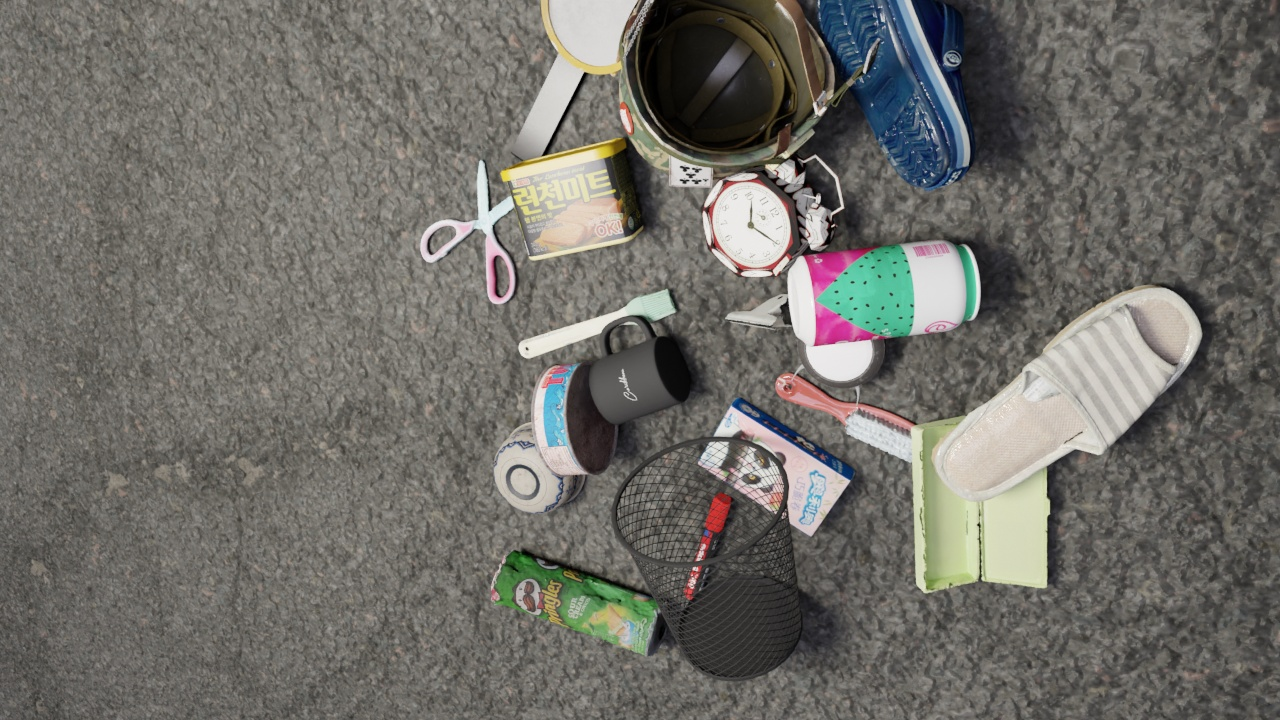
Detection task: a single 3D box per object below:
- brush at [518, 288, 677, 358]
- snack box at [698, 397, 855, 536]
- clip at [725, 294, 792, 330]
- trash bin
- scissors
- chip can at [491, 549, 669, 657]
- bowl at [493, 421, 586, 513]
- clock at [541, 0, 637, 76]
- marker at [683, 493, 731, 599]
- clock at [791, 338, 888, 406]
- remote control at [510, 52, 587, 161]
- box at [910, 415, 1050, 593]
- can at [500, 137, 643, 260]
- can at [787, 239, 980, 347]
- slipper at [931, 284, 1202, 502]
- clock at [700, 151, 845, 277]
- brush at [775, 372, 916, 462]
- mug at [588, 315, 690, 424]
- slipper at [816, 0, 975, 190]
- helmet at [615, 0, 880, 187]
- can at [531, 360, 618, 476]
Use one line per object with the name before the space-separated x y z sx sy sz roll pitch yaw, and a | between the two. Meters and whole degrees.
brush | -0.056 -0.039 1.074 0.218 0.012 0.033 -17 100 28
snack box | 0.150 0.119 1.027 0.154 0.033 0.088 32 117 10
clip | 0.136 -0.043 0.970 0.054 0.102 0.041 -21 105 -18
trash bin | 0.086 0.221 0.990 0.184 0.183 0.210 -2 126 23
scissors | -0.201 -0.152 1.096 0.168 0.014 0.171 5 109 21
chip can | -0.075 0.307 1.162 0.223 0.075 0.075 14 112 18
bowl | -0.132 0.139 1.137 0.116 0.059 0.116 7 110 21
clock | -0.035 -0.370 0.913 0.117 0.081 0.159 -13 111 37
marker | 0.080 0.225 1.097 0.021 0.023 0.145 6 115 -19
clock | 0.210 -0.021 0.948 0.091 0.043 0.123 22 114 15
remote control | -0.096 -0.283 1.007 0.034 0.013 0.150 35 117 4
box | 0.349 0.149 0.949 0.141 0.048 0.188 -5 105 12
can | -0.071 -0.174 0.994 0.131 0.072 0.101 -9 109 19
can | 0.229 -0.065 0.878 0.166 0.088 0.088 -7 105 2
slipper | 0.398 0.040 0.865 0.114 0.054 0.273 43 110 -9
clock | 0.139 -0.151 0.921 0.155 0.064 0.114 -25 96 43
brush | 0.222 0.060 0.979 0.172 0.030 0.041 25 115 14
mug | -0.006 0.006 1.032 0.088 0.078 0.113 -21 88 27
slipper | 0.241 -0.276 0.828 0.095 0.105 0.252 -18 85 -14
helmet | 0.076 -0.260 0.815 0.192 0.223 0.237 38 139 -6
can | -0.073 0.067 1.048 0.044 0.129 0.130 -6 105 24
